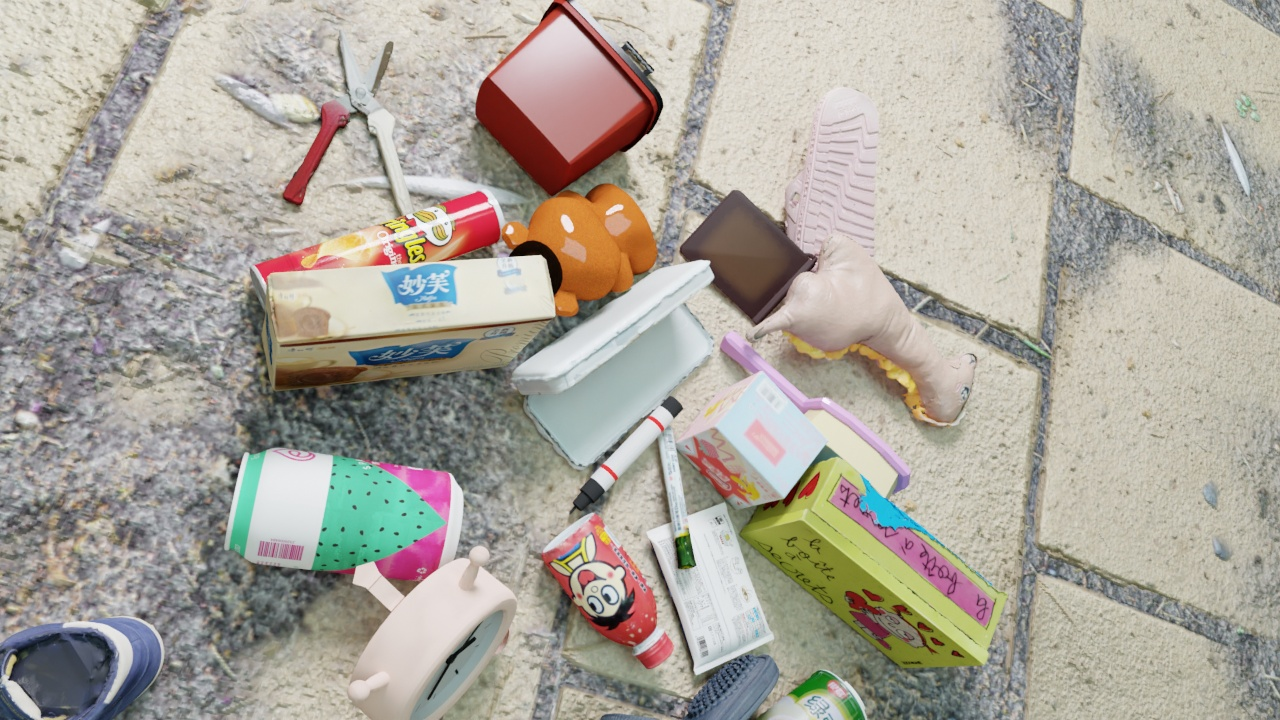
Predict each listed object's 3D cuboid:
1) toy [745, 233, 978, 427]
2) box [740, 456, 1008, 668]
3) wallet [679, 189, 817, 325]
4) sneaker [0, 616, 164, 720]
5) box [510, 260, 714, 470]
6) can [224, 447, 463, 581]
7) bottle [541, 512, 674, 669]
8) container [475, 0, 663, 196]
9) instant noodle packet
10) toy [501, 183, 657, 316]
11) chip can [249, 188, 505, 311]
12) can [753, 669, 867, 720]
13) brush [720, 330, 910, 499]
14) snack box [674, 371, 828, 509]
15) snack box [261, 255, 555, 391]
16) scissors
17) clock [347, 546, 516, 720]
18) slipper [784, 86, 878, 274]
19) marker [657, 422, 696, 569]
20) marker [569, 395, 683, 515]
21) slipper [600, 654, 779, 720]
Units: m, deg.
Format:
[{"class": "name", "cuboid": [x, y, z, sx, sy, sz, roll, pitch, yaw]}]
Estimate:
[{"class": "toy", "cuboid": [0.242, -0.005, 0.956, 0.196, 0.065, 0.264, -44, 112, -10]}, {"class": "box", "cuboid": [0.216, 0.193, 0.864, 0.221, 0.125, 0.082, 38, 62, -10]}, {"class": "wallet", "cuboid": [0.111, -0.107, 0.940, 0.115, 0.018, 0.091, 42, 97, -9]}, {"class": "sneaker", "cuboid": [-0.428, 0.240, 0.581, 0.232, 0.119, 0.091, -24, 85, -27]}, {"class": "box", "cuboid": [-0.008, -0.012, 0.838, 0.210, 0.106, 0.130, -44, 98, -26]}, {"class": "can", "cuboid": [-0.228, 0.121, 0.716, 0.165, 0.088, 0.088, 12, 71, -19]}, {"class": "bottle", "cuboid": [-0.023, 0.203, 0.794, 0.061, 0.062, 0.137, -37, 90, -27]}, {"class": "container", "cuboid": [-0.047, -0.271, 0.891, 0.148, 0.127, 0.200, 46, 70, -4]}, {"class": "instant noodle packet", "cuboid": [0.065, 0.208, 0.848, 0.087, 0.026, 0.134, -16, 81, -26]}, {"class": "toy", "cuboid": [-0.055, -0.106, 0.852, 0.112, 0.096, 0.175, 57, 35, 1]}, {"class": "chip can", "cuboid": [-0.224, -0.094, 0.800, 0.214, 0.052, 0.052, -25, 86, -26]}, {"class": "can", "cuboid": [0.139, 0.336, 0.820, 0.120, 0.067, 0.067, -26, 86, -26]}, {"class": "brush", "cuboid": [0.160, 0.061, 0.904, 0.228, 0.089, 0.043, 41, 68, 7]}, {"class": "snack box", "cuboid": [0.101, 0.078, 0.863, 0.093, 0.095, 0.079, 46, 64, -5]}, {"class": "snack box", "cuboid": [-0.190, -0.028, 0.738, 0.207, 0.154, 0.055, -7, 78, -24]}, {"class": "scissors", "cuboid": [-0.257, -0.206, 0.840, 0.179, 0.015, 0.196, 44, 63, -4]}, {"class": "clock", "cuboid": [-0.160, 0.210, 0.689, 0.086, 0.161, 0.130, 31, 62, 22]}, {"class": "slipper", "cuboid": [0.202, -0.171, 0.992, 0.094, 0.064, 0.239, 5, 90, -23]}, {"class": "marker", "cuboid": [0.032, 0.121, 0.849, 0.017, 0.017, 0.146, 3, 62, -22]}, {"class": "marker", "cuboid": [-0.015, 0.089, 0.845, 0.019, 0.019, 0.145, 46, 72, -5]}, {"class": "slipper", "cuboid": [0.007, 0.315, 0.761, 0.262, 0.101, 0.082, -34, 82, -33]}]
